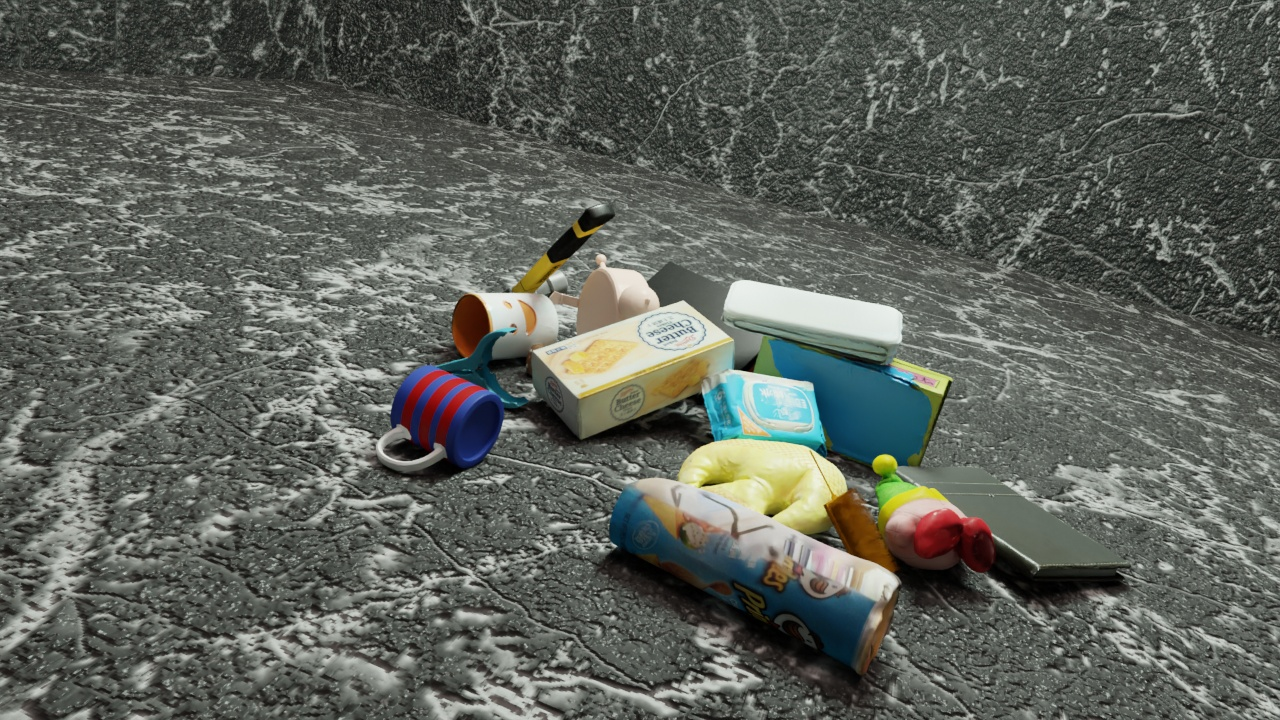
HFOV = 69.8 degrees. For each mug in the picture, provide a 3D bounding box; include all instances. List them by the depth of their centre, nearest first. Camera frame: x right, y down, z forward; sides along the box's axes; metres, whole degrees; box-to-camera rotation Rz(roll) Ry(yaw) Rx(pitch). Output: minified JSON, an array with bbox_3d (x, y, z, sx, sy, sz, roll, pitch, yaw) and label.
[{"bbox_3d":[-0.190,0.063,0.852,0.076,0.075,0.111,22,47,23],"label":"mug"},{"bbox_3d":[-0.166,-0.043,1.129,0.105,0.082,0.082,-5,27,-44],"label":"mug"}]

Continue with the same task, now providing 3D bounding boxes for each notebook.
[{"bbox_3d":[0.385,0.168,0.972,0.169,0.029,0.209,7,21,-32],"label":"notebook"},{"bbox_3d":[0.062,-0.040,1.221,0.168,0.019,0.231,-43,47,-19],"label":"notebook"}]

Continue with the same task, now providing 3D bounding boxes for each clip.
[{"bbox_3d":[-0.165,0.018,1.010,0.118,0.120,0.033,50,27,3],"label":"clip"}]

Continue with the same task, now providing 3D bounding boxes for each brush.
[{"bbox_3d":[0.190,0.140,0.832,0.048,0.017,0.126,-13,74,-52],"label":"brush"}]

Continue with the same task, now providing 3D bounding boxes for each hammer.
[{"bbox_3d":[-0.118,-0.121,1.155,0.169,0.034,0.325,-24,-4,-31],"label":"hammer"}]

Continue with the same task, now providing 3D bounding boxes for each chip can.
[{"bbox_3d":[0.088,0.161,0.735,0.230,0.080,0.079,22,21,24],"label":"chip can"}]

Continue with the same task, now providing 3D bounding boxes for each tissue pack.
[{"bbox_3d":[0.141,0.062,1.021,0.144,0.062,0.092,8,51,-23],"label":"tissue pack"}]

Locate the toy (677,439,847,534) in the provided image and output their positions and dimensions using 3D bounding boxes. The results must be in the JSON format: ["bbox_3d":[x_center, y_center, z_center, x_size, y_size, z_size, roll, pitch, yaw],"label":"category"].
[{"bbox_3d":[0.124,0.119,0.905,0.171,0.065,0.154,20,31,38],"label":"toy"}]

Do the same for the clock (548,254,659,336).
[{"bbox_3d":[-0.043,-0.050,1.156,0.086,0.131,0.160,0,23,-33],"label":"clock"}]

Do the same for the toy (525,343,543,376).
[{"bbox_3d":[-0.094,0.007,1.104,0.102,0.041,0.054,12,-5,22],"label":"toy"}]

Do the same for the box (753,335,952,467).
[{"bbox_3d":[0.244,0.046,1.097,0.221,0.124,0.079,18,22,18],"label":"box"}]

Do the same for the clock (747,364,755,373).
[{"bbox_3d":[0.152,-0.023,1.278,0.044,0.087,0.124,6,23,-22],"label":"clock"}]

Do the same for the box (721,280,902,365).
[{"bbox_3d":[0.201,-0.050,1.082,0.214,0.063,0.118,17,25,9],"label":"box"}]

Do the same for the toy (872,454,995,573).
[{"bbox_3d":[0.275,0.149,0.884,0.124,0.097,0.131,11,-1,-25],"label":"toy"}]

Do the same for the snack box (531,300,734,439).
[{"bbox_3d":[-0.006,0.006,1.030,0.207,0.058,0.104,-20,41,-26],"label":"snack box"}]
